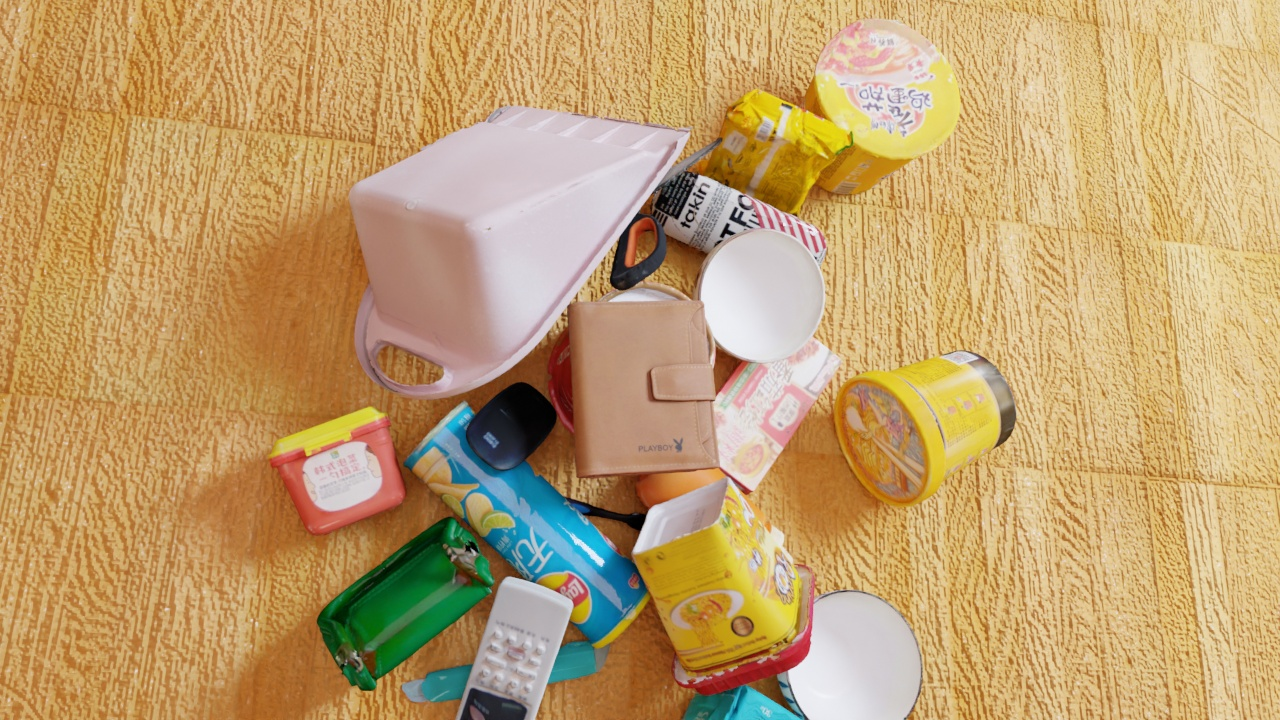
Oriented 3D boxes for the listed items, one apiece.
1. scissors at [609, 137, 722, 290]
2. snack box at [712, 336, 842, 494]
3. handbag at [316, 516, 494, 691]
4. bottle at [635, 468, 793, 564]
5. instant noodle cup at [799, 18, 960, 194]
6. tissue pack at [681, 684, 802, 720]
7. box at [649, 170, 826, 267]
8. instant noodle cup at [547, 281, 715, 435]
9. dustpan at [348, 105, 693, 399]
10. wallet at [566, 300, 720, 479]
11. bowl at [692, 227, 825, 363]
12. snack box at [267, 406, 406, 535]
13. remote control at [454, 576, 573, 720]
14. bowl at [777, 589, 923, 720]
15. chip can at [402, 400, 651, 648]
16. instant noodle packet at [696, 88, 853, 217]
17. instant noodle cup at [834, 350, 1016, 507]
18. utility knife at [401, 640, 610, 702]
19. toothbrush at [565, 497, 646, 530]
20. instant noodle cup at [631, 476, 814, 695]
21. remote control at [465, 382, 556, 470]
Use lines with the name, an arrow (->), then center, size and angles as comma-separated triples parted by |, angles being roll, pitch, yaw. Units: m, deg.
scissors -> -0.023, -0.119, 0.781 | 0.221, 0.233, 0.022 | -24, 124, 13
snack box -> 0.109, 0.037, 0.815 | 0.075, 0.025, 0.152 | 38, 72, 1
handbag -> -0.171, 0.177, 0.675 | 0.131, 0.120, 0.068 | -37, 91, -19
bottle -> 0.067, 0.130, 0.768 | 0.149, 0.067, 0.066 | 39, 72, -7
instant noodle cup -> 0.210, -0.228, 0.860 | 0.138, 0.110, 0.138 | 3, 75, -10
tissue pack -> 0.104, 0.301, 0.710 | 0.133, 0.093, 0.050 | 32, 68, -1
box -> 0.087, -0.121, 0.846 | 0.163, 0.082, 0.075 | 20, 108, -8
instant noodle cup -> -0.005, 0.004, 0.758 | 0.138, 0.109, 0.137 | 3, 76, -10
dustpan -> -0.116, -0.095, 0.750 | 0.223, 0.139, 0.272 | 22, 43, 40
wallet -> 0.002, 0.020, 0.682 | 0.107, 0.031, 0.131 | -1, 77, -9
bowl -> 0.095, -0.056, 0.792 | 0.113, 0.062, 0.113 | -1, 96, -14
snack box -> -0.230, 0.086, 0.710 | 0.091, 0.082, 0.080 | -20, 90, -14
remote control -> -0.100, 0.240, 0.691 | 0.058, 0.021, 0.150 | 19, 97, 5
bowl -> 0.162, 0.248, 0.749 | 0.116, 0.066, 0.116 | 3, 74, -11
chip can -> -0.086, 0.128, 0.722 | 0.210, 0.071, 0.071 | 44, 72, -2
instant noodle packet -> 0.116, -0.184, 0.821 | 0.111, 0.129, 0.044 | 20, 68, -5
instant noodle cup -> 0.249, 0.051, 0.796 | 0.114, 0.119, 0.118 | -21, 80, -23
utility knife -> -0.104, 0.246, 0.726 | 0.166, 0.013, 0.029 | -7, 75, -10
toothbrush -> -0.072, 0.119, 0.767 | 0.189, 0.016, 0.014 | 13, 82, -5
instant noodle cup -> 0.060, 0.167, 0.700 | 0.116, 0.116, 0.123 | -25, 103, 20
remote control -> -0.096, 0.046, 0.724 | 0.053, 0.136, 0.024 | 43, 110, -2
